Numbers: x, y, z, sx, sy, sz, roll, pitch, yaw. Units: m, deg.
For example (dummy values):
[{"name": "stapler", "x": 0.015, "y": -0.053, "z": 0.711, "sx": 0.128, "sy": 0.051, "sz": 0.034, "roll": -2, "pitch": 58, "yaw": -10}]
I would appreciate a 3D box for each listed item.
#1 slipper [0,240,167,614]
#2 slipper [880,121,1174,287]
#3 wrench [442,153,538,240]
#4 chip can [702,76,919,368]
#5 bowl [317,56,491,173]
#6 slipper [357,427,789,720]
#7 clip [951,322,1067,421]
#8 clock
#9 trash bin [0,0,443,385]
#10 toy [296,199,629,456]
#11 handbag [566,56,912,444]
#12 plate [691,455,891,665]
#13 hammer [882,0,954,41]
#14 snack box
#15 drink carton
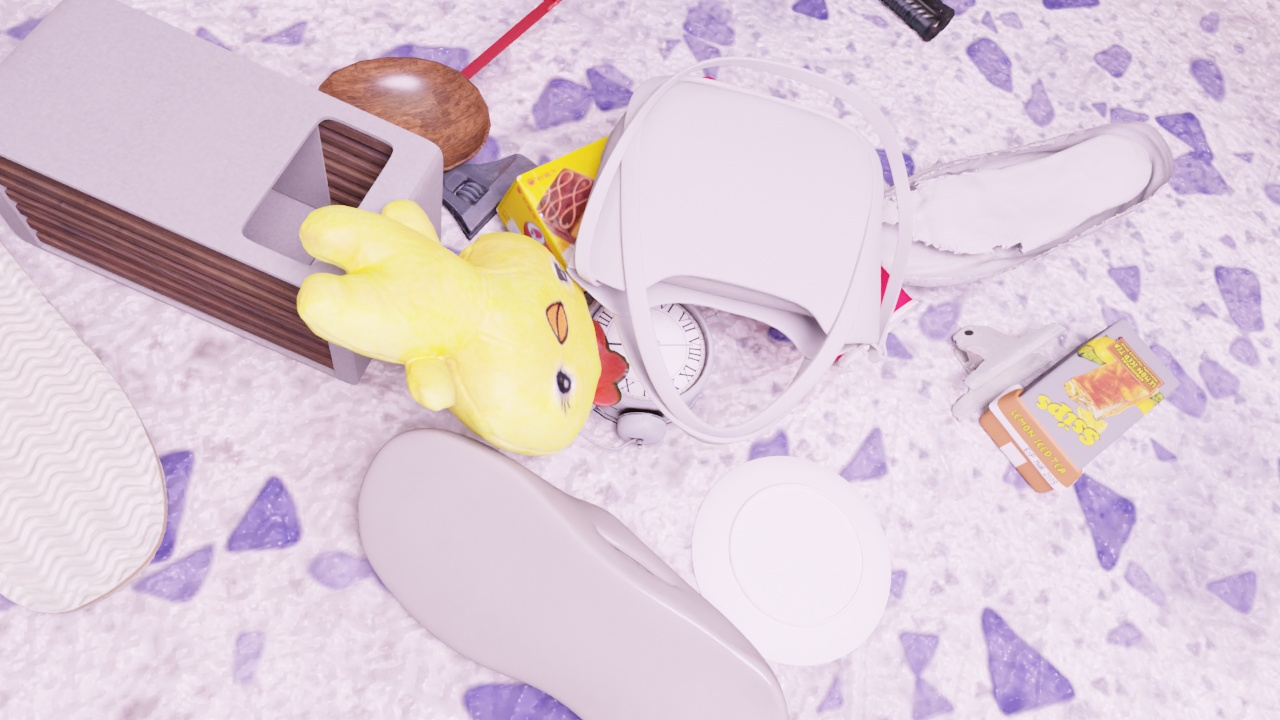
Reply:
[{"name": "slipper", "x": -0.355, "y": 0.021, "z": 0.505, "sx": 0.114, "sy": 0.052, "sz": 0.263, "roll": -33, "pitch": 81, "yaw": -21}, {"name": "slipper", "x": 0.276, "y": -0.118, "z": 0.698, "sx": 0.246, "sy": 0.075, "sz": 0.112, "roll": -19, "pitch": 65, "yaw": -9}, {"name": "wrench", "x": -0.185, "y": -0.140, "z": 0.632, "sx": 0.273, "sy": 0.022, "sz": 0.073, "roll": 16, "pitch": 64, "yaw": -6}, {"name": "chip can", "x": 0.096, "y": -0.100, "z": 0.653, "sx": 0.069, "sy": 0.069, "sz": 0.220, "roll": -34, "pitch": 77, "yaw": -24}, {"name": "bowl", "x": -0.160, "y": -0.158, "z": 0.619, "sx": 0.114, "sy": 0.026, "sz": 0.102, "roll": -11, "pitch": 66, "yaw": -21}, {"name": "slipper", "x": -0.034, "y": 0.130, "z": 0.519, "sx": 0.266, "sy": 0.080, "sz": 0.113, "roll": 31, "pitch": 106, "yaw": 10}, {"name": "clip", "x": 0.259, "y": 0.001, "z": 0.670, "sx": 0.102, "sy": 0.052, "sz": 0.058, "roll": -27, "pitch": 104, "yaw": -23}, {"name": "clock", "x": -0.004, "y": 0.004, "z": 0.602, "sx": 0.094, "sy": 0.035, "sz": 0.122, "roll": 30, "pitch": 63, "yaw": 2}, {"name": "trash bin", "x": -0.249, "y": -0.099, "z": 0.547, "sx": 0.229, "sy": 0.115, "sz": 0.114, "roll": 24, "pitch": 63, "yaw": -2}, {"name": "toy", "x": -0.092, "y": -0.017, "z": 0.500, "sx": 0.092, "sy": 0.207, "sz": 0.133, "roll": -21, "pitch": 59, "yaw": 26}, {"name": "handbag", "x": 0.068, "y": -0.056, "z": 0.539, "sx": 0.215, "sy": 0.096, "sz": 0.222, "roll": 12, "pitch": 66, "yaw": -9}, {"name": "plate", "x": 0.099, "y": 0.124, "z": 0.585, "sx": 0.134, "sy": 0.011, "sz": 0.134, "roll": 5, "pitch": 66, "yaw": -11}, {"name": "hammer", "x": 0.150, "y": -0.399, "z": 0.820, "sx": 0.319, "sy": 0.032, "sz": 0.130, "roll": 44, "pitch": 64, "yaw": 8}, {"name": "snack box", "x": -0.028, "y": -0.098, "z": 0.619, "sx": 0.105, "sy": 0.061, "sz": 0.083, "roll": -30, "pitch": 91, "yaw": -24}, {"name": "drink carton", "x": 0.313, "y": 0.031, "z": 0.654, "sx": 0.124, "sy": 0.049, "sz": 0.076, "roll": -31, "pitch": 77, "yaw": -23}]
